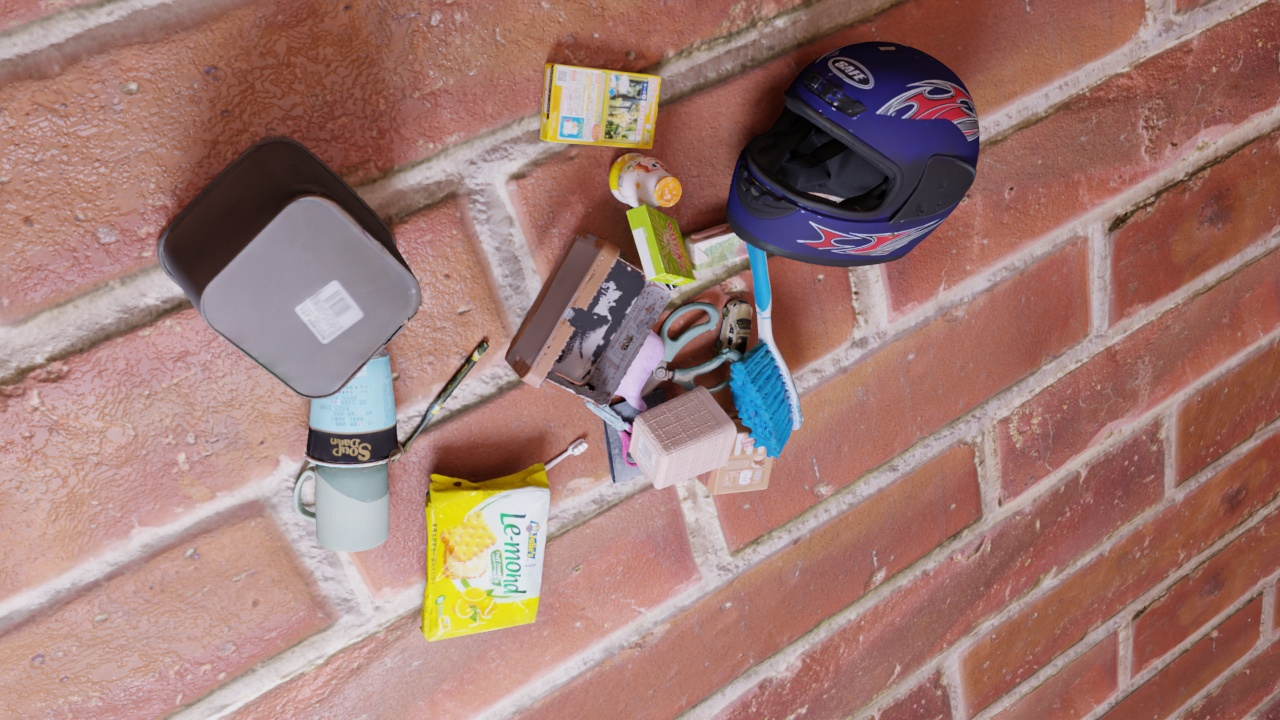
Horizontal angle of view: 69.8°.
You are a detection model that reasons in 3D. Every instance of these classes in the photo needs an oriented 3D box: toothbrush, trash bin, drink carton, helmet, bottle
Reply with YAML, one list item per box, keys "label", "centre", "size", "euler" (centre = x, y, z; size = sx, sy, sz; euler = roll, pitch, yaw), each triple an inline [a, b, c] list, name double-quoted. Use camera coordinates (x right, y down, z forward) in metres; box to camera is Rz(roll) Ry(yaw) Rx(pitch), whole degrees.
- label: "toothbrush"
  centre: [-0.248, 0.049, 1.123]
  size: [0.017, 0.012, 0.186]
  euler: [39, 89, -23]
- label: "trash bin"
  centre: [-0.334, -0.085, 0.900]
  size: [0.199, 0.220, 0.198]
  euler: [-47, 124, -6]
- label: "drink carton"
  centre: [0.111, -0.156, 1.208]
  size: [0.122, 0.053, 0.045]
  euler: [-17, 115, -22]
- label: "helmet"
  centre: [0.268, -0.264, 1.127]
  size: [0.314, 0.247, 0.241]
  euler: [-12, 133, -33]
- label: "toothbrush"
  centre: [-0.146, 0.160, 1.219]
  size: [0.180, 0.016, 0.016]
  euler: [-34, 119, -11]
- label: "bottle"
  centre: [0.008, -0.211, 1.097]
  size: [0.063, 0.108, 0.063]
  euler: [-11, 115, -25]

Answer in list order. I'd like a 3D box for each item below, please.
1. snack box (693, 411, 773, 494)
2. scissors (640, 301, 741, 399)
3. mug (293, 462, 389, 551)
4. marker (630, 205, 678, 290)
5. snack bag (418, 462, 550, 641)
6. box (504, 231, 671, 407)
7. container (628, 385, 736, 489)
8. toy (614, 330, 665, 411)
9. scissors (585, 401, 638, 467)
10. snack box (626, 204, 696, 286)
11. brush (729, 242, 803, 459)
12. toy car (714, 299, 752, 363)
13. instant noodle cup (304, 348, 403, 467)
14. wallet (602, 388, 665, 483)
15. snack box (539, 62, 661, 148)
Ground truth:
- label: "snack box"
  centre: [0.132, 0.131, 1.321]
  size: [0.092, 0.077, 0.094]
  euler: [-2, 111, -28]
- label: "scissors"
  centre: [0.047, -0.013, 1.244]
  size: [0.179, 0.019, 0.161]
  euler: [-13, 100, -6]
- label: "mug"
  centre: [-0.352, 0.156, 1.077]
  size: [0.112, 0.082, 0.106]
  euler: [6, 110, 3]
- label: "marker"
  centre: [0.018, -0.145, 1.182]
  size: [0.018, 0.022, 0.131]
  euler: [-17, 124, 17]
- label: "snack bag"
  centre: [-0.206, 0.247, 1.183]
  size: [0.157, 0.068, 0.247]
  euler: [-4, 117, -26]
- label: "box"
  centre: [-0.050, -0.040, 1.092]
  size: [0.157, 0.217, 0.180]
  euler: [30, 92, -22]
- label: "container"
  centre: [0.052, 0.105, 1.216]
  size: [0.110, 0.090, 0.090]
  euler: [-20, 144, -26]
- label: "toy"
  centre: [-0.007, 0.007, 1.215]
  size: [0.084, 0.039, 0.108]
  euler: [27, 91, -10]
- label: "scissors"
  centre: [-0.021, 0.082, 1.239]
  size: [0.072, 0.017, 0.137]
  euler: [-43, 117, -11]
- label: "snack box"
  centre: [0.027, -0.136, 1.108]
  size: [0.026, 0.156, 0.085]
  euler: [-18, 86, 16]
- label: "brush"
  centre: [0.158, -0.022, 1.217]
  size: [0.109, 0.061, 0.315]
  euler: [-38, 121, -28]
- label: "toy car"
  centre: [0.134, -0.040, 1.280]
  size: [0.042, 0.035, 0.090]
  euler: [0, 107, -30]
- label: "instant noodle cup"
  centre: [-0.322, 0.047, 1.033]
  size: [0.111, 0.111, 0.120]
  euler: [-2, 103, -28]
- label: "wallet"
  centre: [-0.003, 0.104, 1.275]
  size: [0.097, 0.019, 0.121]
  euler: [-18, 116, -23]
- label: "snack box"
  centre: [-0.047, -0.298, 1.079]
  size: [0.140, 0.034, 0.087]
  euler: [-2, 111, -26]
